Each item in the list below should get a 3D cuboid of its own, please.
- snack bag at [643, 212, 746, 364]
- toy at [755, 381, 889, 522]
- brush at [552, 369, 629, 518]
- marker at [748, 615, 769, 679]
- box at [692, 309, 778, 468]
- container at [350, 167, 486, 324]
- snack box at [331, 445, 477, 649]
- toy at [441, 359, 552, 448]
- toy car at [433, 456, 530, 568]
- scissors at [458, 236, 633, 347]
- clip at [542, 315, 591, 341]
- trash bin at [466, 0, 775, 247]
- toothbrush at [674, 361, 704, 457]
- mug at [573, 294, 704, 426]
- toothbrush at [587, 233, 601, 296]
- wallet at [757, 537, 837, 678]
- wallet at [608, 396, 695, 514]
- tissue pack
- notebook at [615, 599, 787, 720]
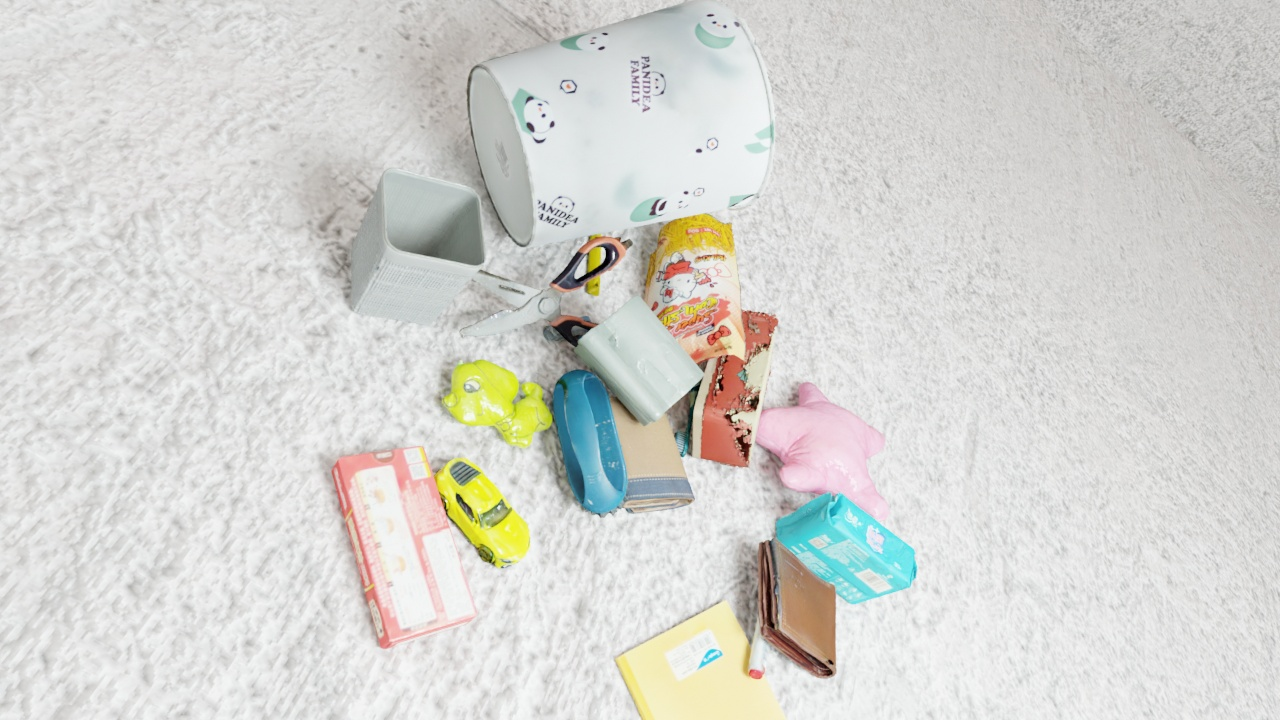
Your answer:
[{"bbox_3d":[0.052,-0.065,0.997,0.073,0.129,0.207,53,31,-40],"label":"snack bag"},{"bbox_3d":[0.195,0.089,1.027,0.178,0.075,0.194,22,35,-3],"label":"toy"},{"bbox_3d":[-0.048,0.071,0.849,0.055,0.073,0.143,-15,64,1],"label":"brush"},{"bbox_3d":[0.123,0.245,0.896,0.017,0.017,0.144,35,41,-12],"label":"marker"},{"bbox_3d":[0.110,0.026,0.975,0.078,0.091,0.167,10,47,11],"label":"box"},{"bbox_3d":[-0.204,-0.095,0.820,0.090,0.115,0.090,10,56,-32],"label":"container"},{"bbox_3d":[-0.189,0.145,0.732,0.075,0.026,0.152,-7,66,-39],"label":"snack box"},{"bbox_3d":[-0.131,0.037,0.846,0.100,0.031,0.096,51,45,-3],"label":"toy"},{"bbox_3d":[-0.132,0.128,0.782,0.105,0.032,0.048,51,44,0],"label":"toy car"},{"bbox_3d":[-0.078,-0.057,0.906,0.225,0.015,0.189,-45,128,-25],"label":"scissors"},{"bbox_3d":[-0.073,-0.032,0.944,0.057,0.036,0.025,-7,71,-39],"label":"clip"},{"bbox_3d":[-0.029,-0.235,0.945,0.251,0.230,0.229,-19,72,-19],"label":"trash bin"},{"bbox_3d":[0.057,0.027,1.006,0.018,0.016,0.191,22,50,-10],"label":"toothbrush"},{"bbox_3d":[-0.005,0.005,0.875,0.103,0.084,0.123,49,18,-1],"label":"mug"},{"bbox_3d":[-0.048,-0.152,1.046,0.015,0.017,0.189,20,51,-25],"label":"toothbrush"},{"bbox_3d":[0.157,0.243,0.901,0.124,0.032,0.101,42,37,-34],"label":"wallet"},{"bbox_3d":[0.002,0.092,0.909,0.090,0.033,0.115,3,58,-38],"label":"wallet"},{"bbox_3d":[0.212,0.194,0.953,0.133,0.093,0.050,38,50,-10],"label":"tissue pack"},{"bbox_3d":[0.076,0.332,0.814,0.145,0.010,0.206,-14,70,-42],"label":"notebook"}]
